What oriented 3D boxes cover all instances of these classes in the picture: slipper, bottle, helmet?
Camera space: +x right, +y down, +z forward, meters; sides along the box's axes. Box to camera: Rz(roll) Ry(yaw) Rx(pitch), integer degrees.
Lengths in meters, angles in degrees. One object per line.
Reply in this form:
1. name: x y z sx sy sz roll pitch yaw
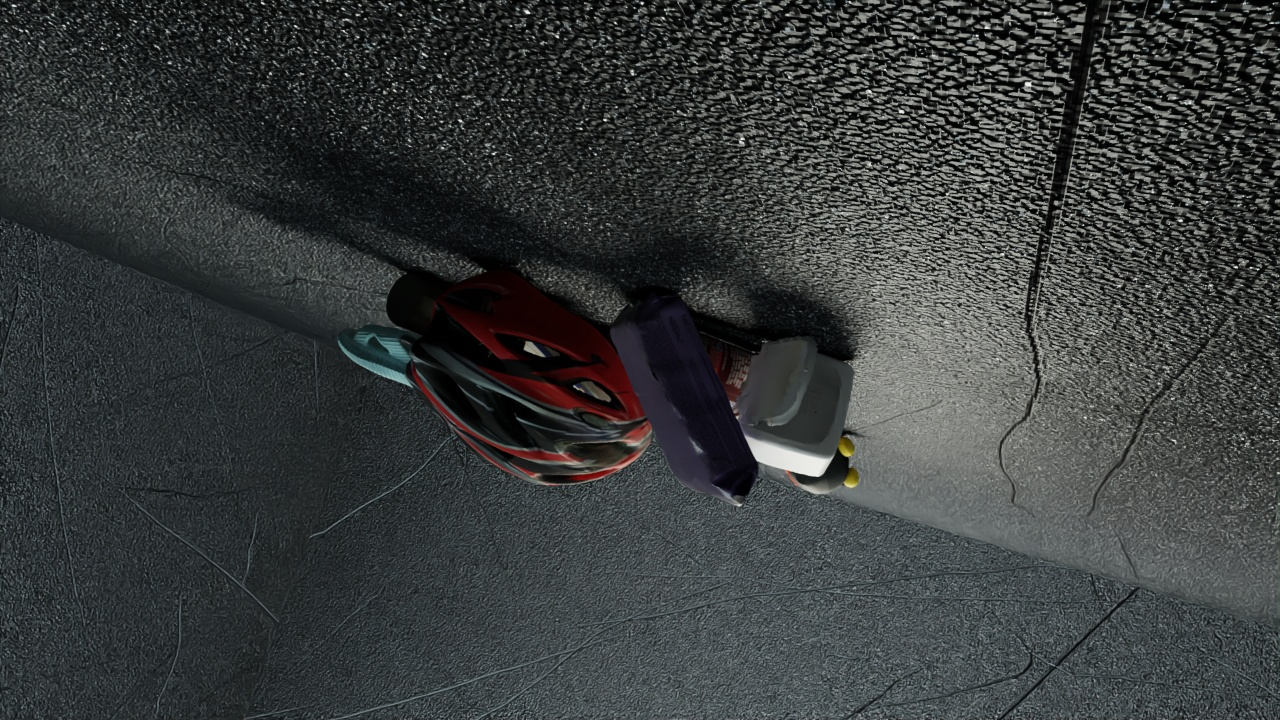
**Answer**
1. slipper: -0.263 0.005 1.135 0.276 0.069 0.115 28 -171 33
2. bottle: -0.234 -0.048 1.211 0.071 0.071 0.206 11 170 40
3. helmet: -0.116 0.032 0.969 0.272 0.166 0.218 35 149 0

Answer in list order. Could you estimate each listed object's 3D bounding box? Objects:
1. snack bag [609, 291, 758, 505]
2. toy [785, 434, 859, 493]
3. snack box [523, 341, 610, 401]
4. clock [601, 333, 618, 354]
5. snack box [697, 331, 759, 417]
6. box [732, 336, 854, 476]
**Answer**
1. snack bag: 0.038 0.038 0.850 0.058 0.205 0.096 -25 -177 -17
2. toy: 0.266 0.148 1.414 0.099 0.097 0.119 -23 -150 -11
3. snack box: -0.106 -0.007 1.130 0.144 0.042 0.145 47 161 -19
4. clock: -0.007 0.007 1.177 0.137 0.048 0.096 23 171 -28
5. snack box: 0.059 0.006 0.943 0.121 0.072 0.072 20 172 -13
6. box: 0.143 0.028 0.835 0.103 0.109 0.130 18 153 5
